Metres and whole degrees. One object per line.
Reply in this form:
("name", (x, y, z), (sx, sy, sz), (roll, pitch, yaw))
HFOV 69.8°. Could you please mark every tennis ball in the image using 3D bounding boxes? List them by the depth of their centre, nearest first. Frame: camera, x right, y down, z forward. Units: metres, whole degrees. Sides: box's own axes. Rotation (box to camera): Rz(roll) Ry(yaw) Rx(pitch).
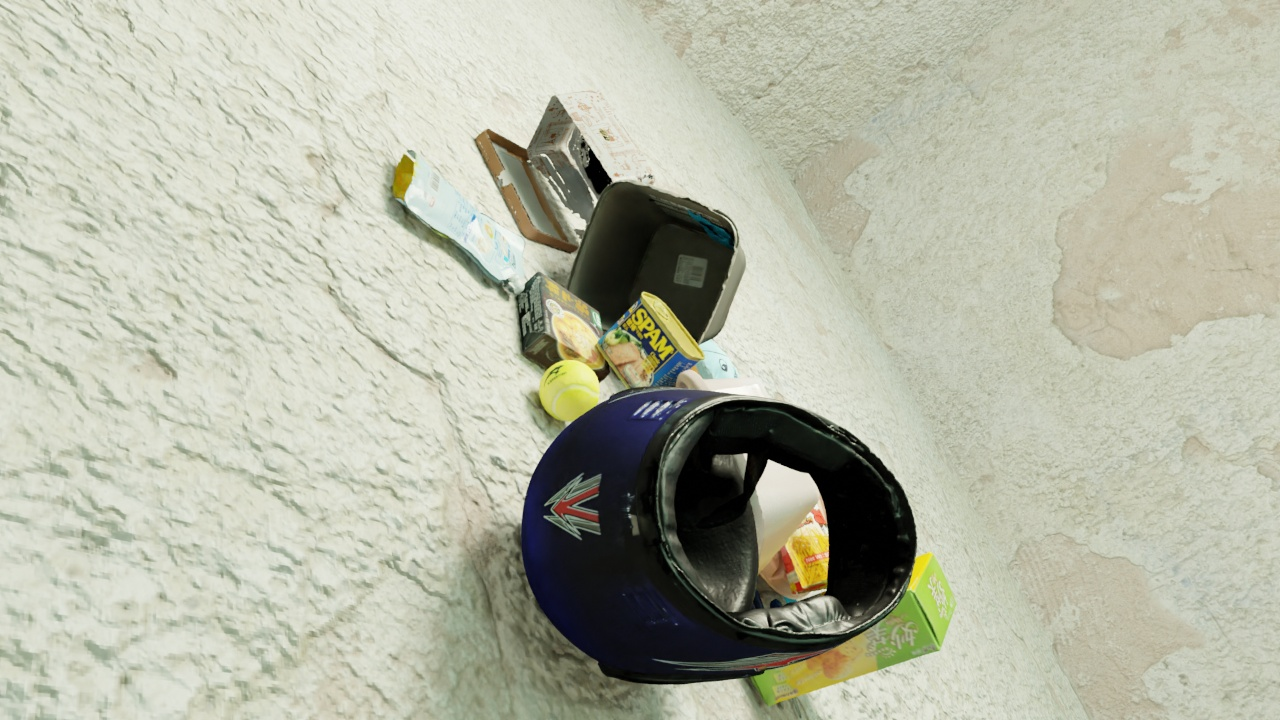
("tennis ball", (-0.076, 0.032, 0.984), (0.065, 0.066, 0.065), (45, 23, -25))

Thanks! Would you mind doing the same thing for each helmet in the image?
("helmet", (0.048, 0.152, 0.797), (0.315, 0.241, 0.247), (14, 67, -31))

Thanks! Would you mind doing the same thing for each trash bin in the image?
("trash bin", (0.040, -0.118, 1.252), (0.199, 0.199, 0.219), (23, 7, 15))

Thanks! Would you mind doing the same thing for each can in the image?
("can", (0.010, -0.013, 1.052), (0.102, 0.083, 0.057), (53, 19, 24))

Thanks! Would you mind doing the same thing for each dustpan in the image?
("dustpan", (0.079, 0.129, 1.038), (0.138, 0.274, 0.222), (-7, 56, -34))

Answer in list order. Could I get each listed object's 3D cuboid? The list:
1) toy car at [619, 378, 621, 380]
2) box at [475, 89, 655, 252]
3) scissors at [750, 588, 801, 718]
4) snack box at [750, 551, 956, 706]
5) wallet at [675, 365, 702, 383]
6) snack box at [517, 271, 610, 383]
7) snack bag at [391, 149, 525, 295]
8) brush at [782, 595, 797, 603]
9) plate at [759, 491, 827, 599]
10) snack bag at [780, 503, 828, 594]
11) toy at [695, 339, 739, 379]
("toy car", (-0.007, 0.007, 1.220), (0.090, 0.034, 0.043), (26, 32, -54))
("box", (-0.121, -0.259, 1.270), (0.186, 0.155, 0.182), (-18, 69, -38))
("scissors", (0.166, 0.346, 1.113), (0.165, 0.012, 0.156), (62, 23, 14))
("snack box", (0.236, 0.299, 1.028), (0.157, 0.210, 0.070), (-10, 73, -64))
("wallet", (0.074, 0.036, 1.333), (0.131, 0.031, 0.107), (65, 13, 17))
("snack box", (-0.087, -0.027, 1.083), (0.125, 0.053, 0.113), (32, 30, -35))
("snack bag", (-0.198, -0.153, 1.043), (0.191, 0.039, 0.110), (40, 20, -39))
("brush", (0.177, 0.283, 1.203), (0.254, 0.046, 0.083), (53, 17, -16))
("plate", (0.190, 0.196, 1.208), (0.229, 0.028, 0.229), (35, 44, -42))
("snack bag", (0.192, 0.183, 1.144), (0.128, 0.073, 0.207), (16, 52, -51))
("toy", (0.120, 0.009, 1.470), (0.156, 0.050, 0.161), (36, 23, -45))
